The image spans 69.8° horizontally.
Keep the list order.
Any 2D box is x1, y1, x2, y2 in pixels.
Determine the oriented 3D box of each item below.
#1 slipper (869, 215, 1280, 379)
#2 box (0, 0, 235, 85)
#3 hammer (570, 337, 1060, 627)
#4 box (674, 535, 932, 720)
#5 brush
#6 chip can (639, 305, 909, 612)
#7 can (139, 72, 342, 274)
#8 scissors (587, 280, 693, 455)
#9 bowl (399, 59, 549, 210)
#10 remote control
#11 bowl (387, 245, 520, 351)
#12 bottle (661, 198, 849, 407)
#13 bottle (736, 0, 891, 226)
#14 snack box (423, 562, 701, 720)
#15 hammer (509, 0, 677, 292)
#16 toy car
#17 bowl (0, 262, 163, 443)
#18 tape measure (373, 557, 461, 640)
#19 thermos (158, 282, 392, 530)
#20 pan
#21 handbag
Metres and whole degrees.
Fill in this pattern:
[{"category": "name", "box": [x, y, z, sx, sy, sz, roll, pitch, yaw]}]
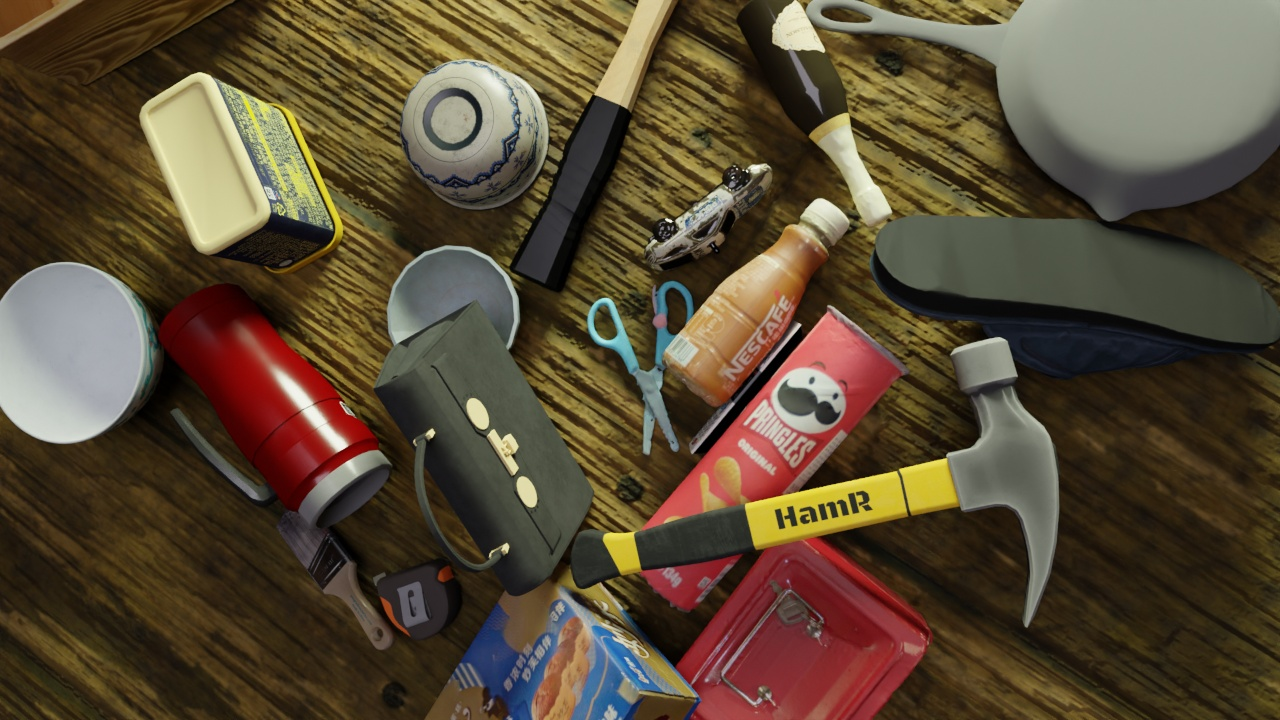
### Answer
[{"category": "slipper", "box": [0.283, -0.034, 0.625, 0.265, 0.084, 0.108, 5, 46, 0]}, {"category": "box", "box": [-0.445, -0.423, 0.639, 0.286, 0.336, 0.279, -24, 83, 8]}, {"category": "hammer", "box": [0.103, 0.106, 0.598, 0.325, 0.034, 0.169, -16, 80, 17]}, {"category": "box", "box": [0.112, 0.210, 0.651, 0.130, 0.097, 0.158, 39, 100, 13]}, {"category": "brush", "box": [-0.245, 0.173, 0.742, 0.151, 0.012, 0.039, 45, 100, 18]}, {"category": "chip can", "box": [0.087, 0.073, 0.661, 0.073, 0.073, 0.233, 41, 98, 9]}, {"category": "can", "box": [-0.312, -0.144, 0.721, 0.075, 0.104, 0.135, -26, 85, 9]}, {"category": "scissors", "box": [-0.006, 0.008, 0.708, 0.095, 0.015, 0.142, 6, 87, 10]}, {"category": "bowl", "box": [-0.134, -0.179, 0.710, 0.115, 0.059, 0.115, 0, 89, 11]}, {"category": "remote control", "box": [0.080, 0.022, 0.684, 0.012, 0.028, 0.124, 39, 97, -4]}, {"category": "bowl", "box": [-0.141, -0.035, 0.721, 0.106, 0.039, 0.106, 0, 89, 11]}, {"category": "bottle", "box": [0.087, -0.045, 0.668, 0.059, 0.059, 0.167, 40, 92, 9]}, {"category": "bottle", "box": [0.131, -0.181, 0.666, 0.045, 0.045, 0.184, -28, 85, 9]}, {"category": "snack box", "box": [-0.073, 0.268, 0.652, 0.155, 0.069, 0.203, 38, 98, 47]}, {"category": "hammer", "box": [-0.015, -0.210, 0.700, 0.131, 0.039, 0.328, 25, 95, 11]}, {"category": "toy car", "box": [0.053, -0.103, 0.679, 0.113, 0.048, 0.040, -37, 79, 8]}, {"category": "bowl", "box": [-0.451, -0.005, 0.762, 0.144, 0.074, 0.144, 0, 89, 11]}, {"category": "tape measure", "box": [-0.175, 0.190, 0.726, 0.058, 0.038, 0.059, -19, 86, 10]}, {"category": "thermos", "box": [-0.297, 0.042, 0.721, 0.107, 0.084, 0.198, -38, 79, -27]}, {"category": "pan", "box": [0.290, -0.218, 0.639, 0.355, 0.024, 0.216, 16, 86, 14]}, {"category": "handbag", "box": [-0.112, 0.072, 0.611, 0.072, 0.195, 0.176, -28, 104, 9]}]
